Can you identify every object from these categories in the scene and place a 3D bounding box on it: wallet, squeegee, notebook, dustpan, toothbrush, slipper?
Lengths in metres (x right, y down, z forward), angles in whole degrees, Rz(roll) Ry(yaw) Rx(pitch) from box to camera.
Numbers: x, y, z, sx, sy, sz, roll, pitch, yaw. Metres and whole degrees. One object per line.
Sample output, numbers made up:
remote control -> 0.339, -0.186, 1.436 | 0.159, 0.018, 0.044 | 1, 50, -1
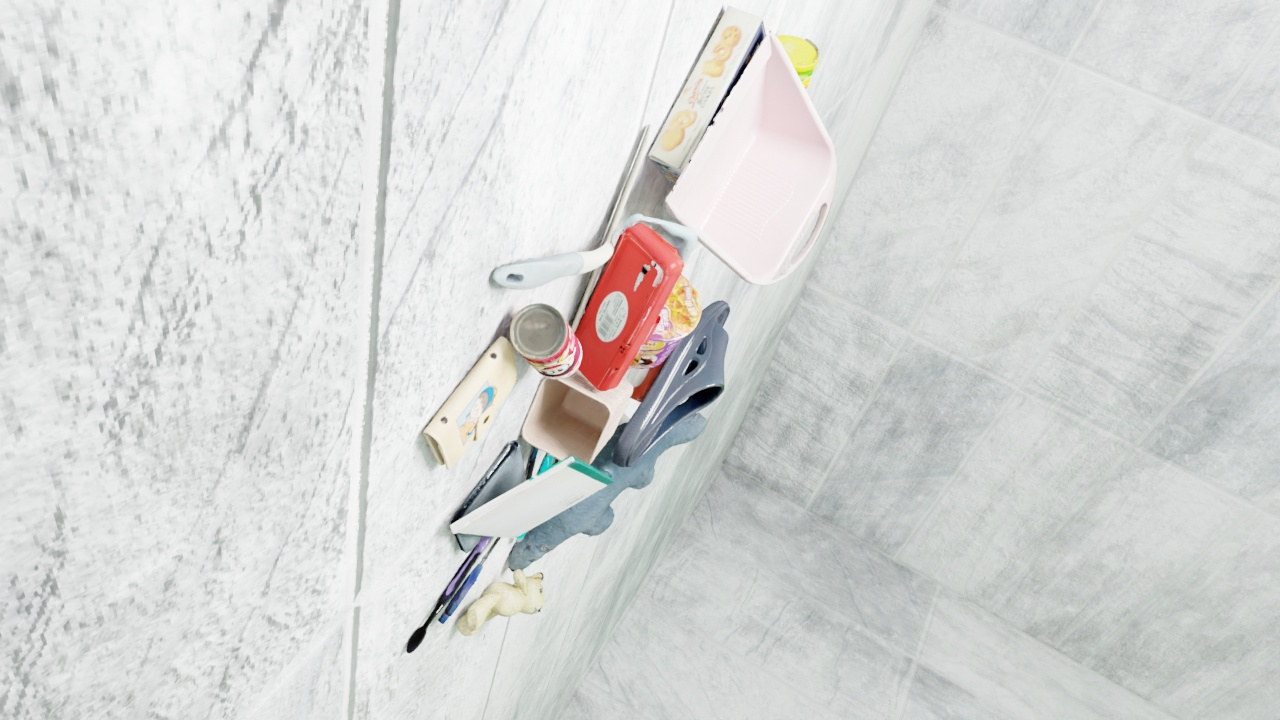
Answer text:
wallet -> -0.173, 0.156, 1.047 | 0.120, 0.019, 0.097 | -54, 164, -25
squeegee -> -0.064, -0.097, 0.868 | 0.247, 0.039, 0.246 | -67, 167, 23
notebook -> -0.115, 0.162, 1.047 | 0.150, 0.012, 0.209 | -30, 163, 2
wallet -> -0.154, 0.042, 0.850 | 0.115, 0.024, 0.087 | -57, 162, -26
dustpan -> 0.153, -0.206, 1.062 | 0.222, 0.139, 0.273 | -59, 170, -1
toothbrush -> -0.143, 0.158, 1.177 | 0.014, 0.016, 0.190 | -67, 176, -53
toothbrush -> -0.222, 0.267, 1.101 | 0.188, 0.014, 0.017 | -56, 175, -24
slipper -> 0.061, 0.043, 1.214 | 0.267, 0.083, 0.111 | -55, 168, -22

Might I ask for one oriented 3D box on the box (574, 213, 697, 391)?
box -> -0.006, -0.067, 1.003 | 0.091, 0.094, 0.202 | -26, 154, -44

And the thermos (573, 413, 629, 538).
thermos -> -0.067, 0.173, 1.407 | 0.073, 0.073, 0.225 | -45, 159, -54

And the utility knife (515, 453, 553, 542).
utility knife -> -0.143, 0.181, 1.238 | 0.161, 0.013, 0.029 | -68, 169, 19

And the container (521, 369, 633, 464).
container -> -0.069, 0.058, 1.084 | 0.090, 0.090, 0.110 | -66, 170, 21

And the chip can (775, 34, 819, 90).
chip can -> 0.180, -0.334, 1.263 | 0.072, 0.072, 0.222 | -52, 166, -37

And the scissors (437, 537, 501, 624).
scissors -> -0.195, 0.249, 1.134 | 0.173, 0.012, 0.128 | -55, -177, -10

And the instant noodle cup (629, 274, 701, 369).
instant noodle cup -> 0.008, -0.047, 1.137 | 0.111, 0.111, 0.099 | -53, 174, -34

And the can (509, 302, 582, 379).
can -> -0.089, -0.015, 0.891 | 0.053, 0.053, 0.133 | -60, 173, -7

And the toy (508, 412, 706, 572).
toy -> -0.057, 0.168, 1.295 | 0.356, 0.091, 0.138 | -39, 141, -8

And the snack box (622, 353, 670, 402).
snack box -> -0.007, 0.007, 1.239 | 0.091, 0.080, 0.082 | -62, 167, 7

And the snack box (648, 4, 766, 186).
snack box -> 0.086, -0.284, 1.045 | 0.178, 0.046, 0.182 | -62, 169, 5

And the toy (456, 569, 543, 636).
toy -> -0.190, 0.337, 1.264 | 0.157, 0.066, 0.105 | -9, 137, -59
